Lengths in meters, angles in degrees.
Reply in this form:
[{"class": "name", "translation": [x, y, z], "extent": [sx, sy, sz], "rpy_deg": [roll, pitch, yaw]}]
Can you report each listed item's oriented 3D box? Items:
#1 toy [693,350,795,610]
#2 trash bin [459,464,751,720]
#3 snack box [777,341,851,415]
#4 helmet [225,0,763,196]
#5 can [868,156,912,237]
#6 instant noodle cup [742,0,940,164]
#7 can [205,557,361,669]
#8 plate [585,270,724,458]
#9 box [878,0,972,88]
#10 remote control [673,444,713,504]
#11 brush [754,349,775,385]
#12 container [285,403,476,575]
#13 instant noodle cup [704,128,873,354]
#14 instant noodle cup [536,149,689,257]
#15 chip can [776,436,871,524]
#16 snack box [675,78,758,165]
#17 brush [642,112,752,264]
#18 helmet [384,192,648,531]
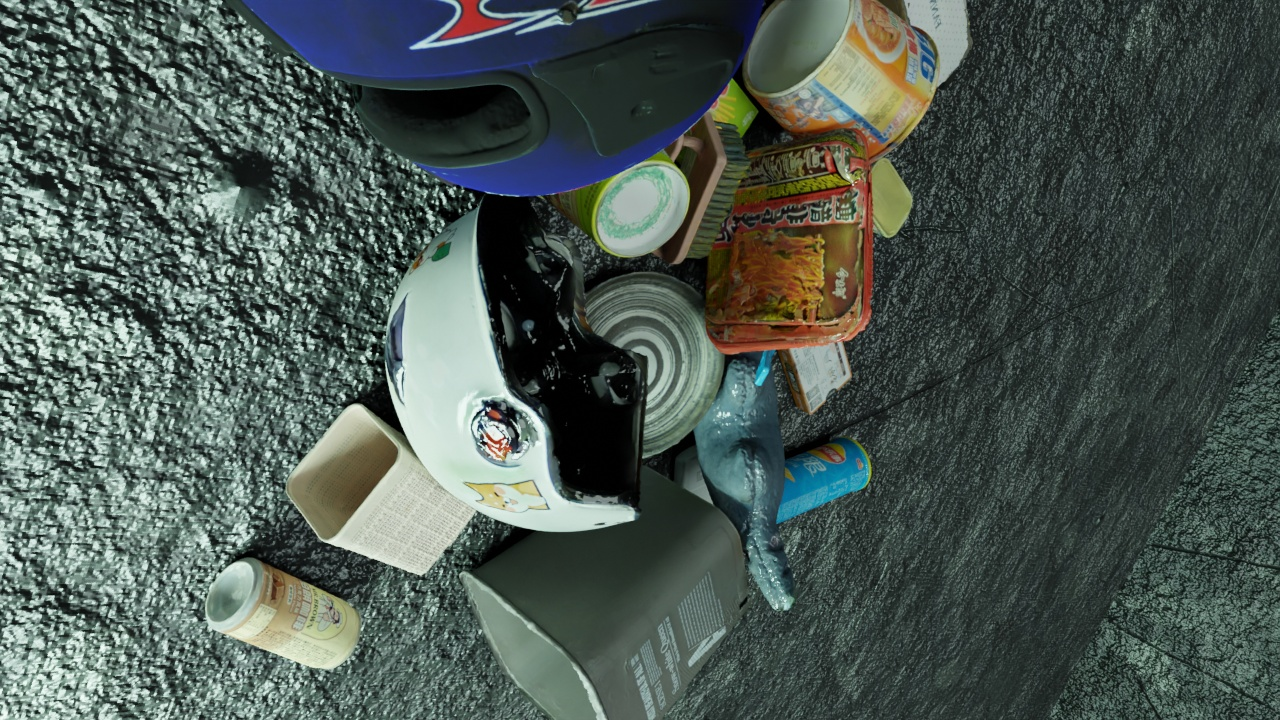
[{"class": "toy", "translation": [0.105, 0.071, 0.934], "extent": [0.091, 0.138, 0.356], "rpy_deg": [-6, 87, -14]}, {"class": "trash bin", "translation": [-0.021, 0.241, 0.905], "extent": [0.219, 0.199, 0.199], "rpy_deg": [-36, 133, -28]}, {"class": "snack box", "translation": [0.198, -0.011, 1.062], "extent": [0.075, 0.026, 0.154], "rpy_deg": [-41, 134, -15]}, {"class": "helmet", "translation": [-0.075, -0.218, 0.553], "extent": [0.315, 0.247, 0.241], "rpy_deg": [-27, 147, -17]}, {"class": "can", "translation": [0.221, -0.177, 0.945], "extent": [0.102, 0.083, 0.057], "rpy_deg": [34, 89, -47]}, {"class": "instant noodle cup", "translation": [0.170, -0.260, 0.815], "extent": [0.111, 0.151, 0.151], "rpy_deg": [25, 96, -38]}, {"class": "can", "translation": [-0.285, 0.205, 0.738], "extent": [0.058, 0.058, 0.116], "rpy_deg": [-50, 136, -8]}, {"class": "plate", "translation": [-0.005, 0.005, 0.854], "extent": [0.179, 0.024, 0.179], "rpy_deg": [-6, 105, -23]}, {"class": "box", "translation": [0.265, -0.355, 0.900], "extent": [0.089, 0.061, 0.184], "rpy_deg": [-46, 133, -12]}, {"class": "remote control", "translation": [0.061, 0.161, 1.044], "extent": [0.058, 0.021, 0.150], "rpy_deg": [-19, 125, -33]}, {"class": "brush", "translation": [0.165, -0.059, 0.921], "extent": [0.253, 0.046, 0.083], "rpy_deg": [-51, 169, -43]}, {"class": "container", "translation": [-0.201, 0.108, 0.736], "extent": [0.090, 0.090, 0.111], "rpy_deg": [-51, 139, -6]}, {"class": "instant noodle cup", "translation": [0.140, -0.099, 0.822], "extent": [0.079, 0.165, 0.188], "rpy_deg": [10, 80, -49]}, {"class": "instant noodle cup", "translation": [-0.025, -0.143, 0.702], "extent": [0.111, 0.123, 0.112], "rpy_deg": [-19, 135, -20]}, {"class": "chip can", "translation": [0.184, 0.152, 1.113], "extent": [0.209, 0.071, 0.071], "rpy_deg": [-14, 122, -35]}, {"class": "snack box", "translation": [0.036, -0.229, 0.794], "extent": [0.086, 0.026, 0.156], "rpy_deg": [-55, 137, 0]}, {"class": "brush", "translation": [0.040, -0.141, 0.803], "extent": [0.073, 0.063, 0.146], "rpy_deg": [0, 143, -19]}, {"class": "helmet", "translation": [-0.104, 0.017, 0.703], "extent": [0.157, 0.229, 0.274], "rpy_deg": [-22, 126, 18]}]
